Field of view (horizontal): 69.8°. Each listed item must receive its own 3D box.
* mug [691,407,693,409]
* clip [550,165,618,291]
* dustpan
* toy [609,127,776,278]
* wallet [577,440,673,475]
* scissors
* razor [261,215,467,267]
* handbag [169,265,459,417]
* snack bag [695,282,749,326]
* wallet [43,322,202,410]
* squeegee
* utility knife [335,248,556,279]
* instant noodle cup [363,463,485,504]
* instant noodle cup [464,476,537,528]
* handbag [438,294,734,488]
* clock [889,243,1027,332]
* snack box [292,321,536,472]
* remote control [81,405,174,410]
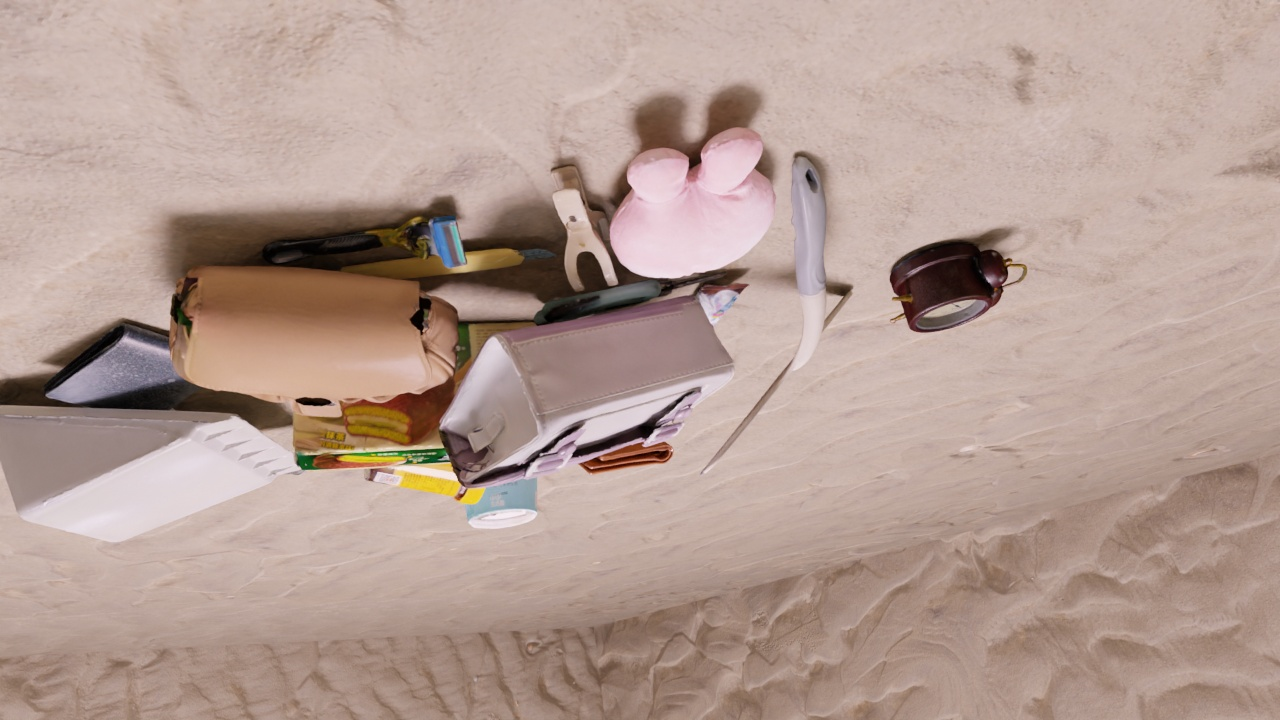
[{"bbox_3d":[-0.005,0.005,0.877,0.122,0.078,0.078,14,149,-37],"label":"mug"},{"bbox_3d":[-0.044,-0.103,0.660,0.035,0.089,0.104,-11,128,7],"label":"clip"},{"bbox_3d":[-0.492,0.075,0.879,0.257,0.142,0.223,-25,164,-10],"label":"dustpan"},{"bbox_3d":[0.038,-0.107,0.630,0.121,0.054,0.160,-15,160,-5],"label":"toy"},{"bbox_3d":[-0.043,0.089,1.024,0.107,0.031,0.132,-6,-163,-32],"label":"wallet"},{"bbox_3d":[-0.016,-0.051,0.735,0.175,0.019,0.176,-12,-179,13],"label":"scissors"},{"bbox_3d":[-0.195,-0.082,0.647,0.143,0.022,0.043,-5,134,3],"label":"razor"},{"bbox_3d":[-0.237,-0.013,0.671,0.204,0.099,0.148,2,170,-11],"label":"handbag"},{"bbox_3d":[0.060,-0.046,0.833,0.045,0.026,0.105,0,156,-16],"label":"snack bag"},{"bbox_3d":[-0.426,0.014,0.779,0.121,0.019,0.097,-28,149,23],"label":"wallet"},{"bbox_3d":[0.130,-0.055,0.724,0.039,0.245,0.247,28,147,25],"label":"squeegee"},{"bbox_3d":[-0.151,-0.070,0.695,0.175,0.019,0.031,-2,165,3],"label":"utility knife"},{"bbox_3d":[-0.218,0.084,0.943,0.114,0.118,0.119,9,154,-23],"label":"instant noodle cup"},{"bbox_3d":[-0.165,0.127,1.056,0.111,0.120,0.111,-7,159,-3],"label":"instant noodle cup"},{"bbox_3d":[-0.043,0.031,0.728,0.196,0.098,0.145,-13,161,-39],"label":"handbag"},{"bbox_3d":[0.284,-0.067,0.826,0.122,0.055,0.082,-14,158,9],"label":"clock"},{"bbox_3d":[-0.180,0.030,0.812,0.239,0.114,0.063,-2,159,-17],"label":"snack box"},{"bbox_3d":[-0.479,0.049,0.872,0.056,0.019,0.135,-6,159,-8],"label":"remote control"}]
